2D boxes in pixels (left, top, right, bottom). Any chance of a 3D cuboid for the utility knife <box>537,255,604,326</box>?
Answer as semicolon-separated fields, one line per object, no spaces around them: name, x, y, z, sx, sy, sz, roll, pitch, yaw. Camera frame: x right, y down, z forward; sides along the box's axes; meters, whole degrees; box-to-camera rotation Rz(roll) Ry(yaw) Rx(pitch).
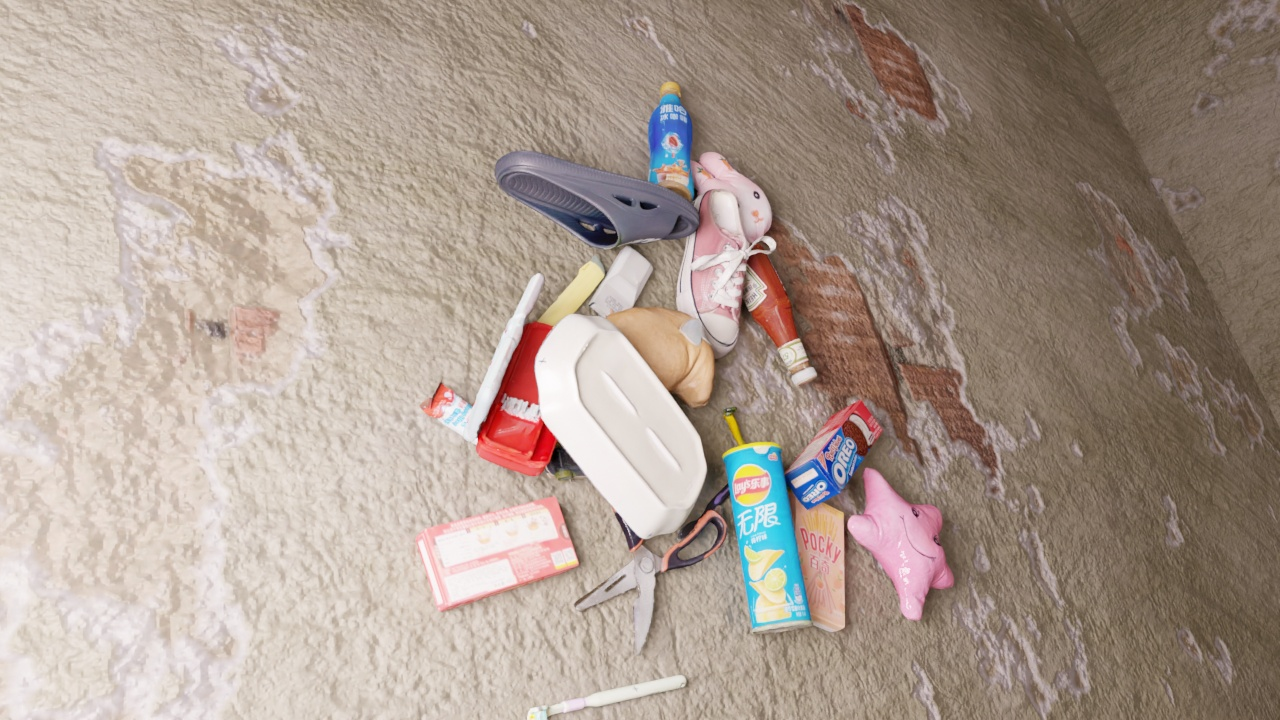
utility knife;-0.088;-0.069;1.087;0.031;0.019;0.178;42;45;-5

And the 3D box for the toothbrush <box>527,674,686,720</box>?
toothbrush;-0.027;0.331;0.898;0.189;0.029;0.020;2;23;-39

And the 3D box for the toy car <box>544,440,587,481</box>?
toy car;-0.064;0.110;0.988;0.090;0.035;0.042;2;62;-31

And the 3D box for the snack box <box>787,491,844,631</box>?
snack box;0.213;0.246;1.133;0.084;0.026;0.157;27;51;-24

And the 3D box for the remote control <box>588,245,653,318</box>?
remote control;-0.022;-0.094;1.151;0.049;0.024;0.124;39;48;-13

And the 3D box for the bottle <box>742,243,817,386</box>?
bottle;0.185;-0.062;1.274;0.059;0.060;0.206;-14;75;-42

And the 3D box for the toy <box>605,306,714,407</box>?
toy;-0.006;0.006;1.064;0.225;0.083;0.143;-18;76;-41

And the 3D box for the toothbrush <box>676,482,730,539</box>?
toothbrush;0.095;0.165;1.101;0.014;0.017;0.188;56;42;-1

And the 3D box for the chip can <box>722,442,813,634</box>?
chip can;0.147;0.205;1.065;0.071;0.071;0.210;8;63;-35

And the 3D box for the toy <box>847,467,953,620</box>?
toy;0.349;0.228;1.218;0.178;0.075;0.194;-26;81;-45

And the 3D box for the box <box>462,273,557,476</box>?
box;-0.107;0.011;0.938;0.094;0.100;0.200;21;42;-6

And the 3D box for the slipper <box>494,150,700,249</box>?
slipper;-0.055;-0.177;1.130;0.267;0.111;0.083;14;72;-26

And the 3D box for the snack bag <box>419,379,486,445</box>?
snack bag;-0.175;0.063;0.933;0.105;0.026;0.045;38;40;-19

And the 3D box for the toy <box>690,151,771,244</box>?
toy;0.124;-0.237;1.334;0.121;0.054;0.159;-31;79;-37

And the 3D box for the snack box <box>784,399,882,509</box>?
snack box;0.253;0.120;1.197;0.057;0.058;0.206;55;35;1

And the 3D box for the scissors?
scissors;0.014;0.208;0.991;0.188;0.015;0.224;10;56;-23

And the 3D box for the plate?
plate;-0.008;0.067;0.965;0.266;0.034;0.161;54;44;-22

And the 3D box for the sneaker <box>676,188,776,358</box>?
sneaker;0.109;-0.125;1.211;0.118;0.088;0.240;14;69;-30

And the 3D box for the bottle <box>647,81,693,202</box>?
bottle;0.043;-0.309;1.302;0.065;0.065;0.218;21;53;-28

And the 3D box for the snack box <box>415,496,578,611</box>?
snack box;-0.136;0.185;0.892;0.152;0.026;0.075;-8;69;-41

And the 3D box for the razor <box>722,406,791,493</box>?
razor;0.145;0.114;1.149;0.132;0.028;0.043;54;1;6
